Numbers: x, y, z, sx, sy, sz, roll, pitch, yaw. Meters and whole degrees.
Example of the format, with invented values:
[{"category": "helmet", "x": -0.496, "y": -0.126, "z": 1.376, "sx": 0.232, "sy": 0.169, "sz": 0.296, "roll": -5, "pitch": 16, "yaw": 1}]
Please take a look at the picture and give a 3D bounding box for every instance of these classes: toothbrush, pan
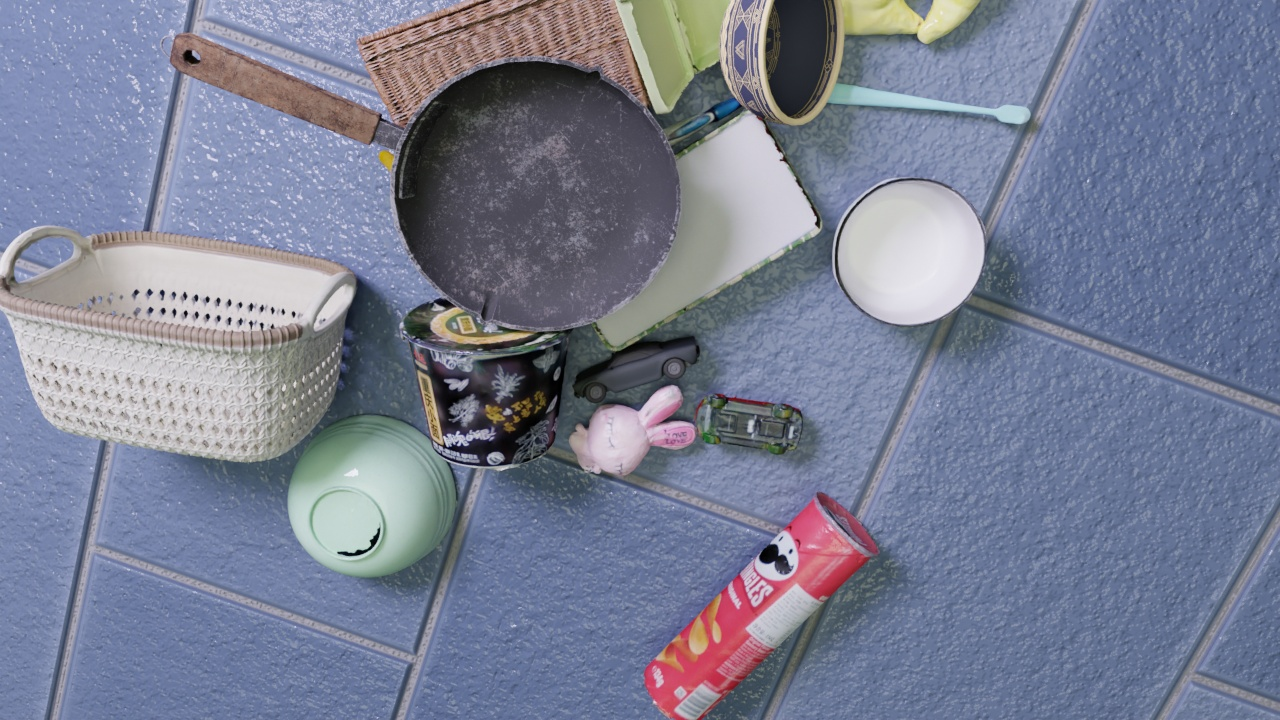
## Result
[{"category": "toothbrush", "x": 0.213, "y": -0.203, "z": 0.722, "sx": 0.181, "sy": 0.016, "sz": 0.016, "roll": 8, "pitch": 106, "yaw": 3}, {"category": "pan", "x": -0.142, "y": -0.144, "z": 0.634, "sx": 0.356, "sy": 0.040, "sz": 0.208, "roll": 22, "pitch": 117, "yaw": -15}, {"category": "toothbrush", "x": 0.057, "y": -0.196, "z": 0.732, "sx": 0.189, "sy": 0.017, "sz": 0.016, "roll": -25, "pitch": 104, "yaw": 9}]

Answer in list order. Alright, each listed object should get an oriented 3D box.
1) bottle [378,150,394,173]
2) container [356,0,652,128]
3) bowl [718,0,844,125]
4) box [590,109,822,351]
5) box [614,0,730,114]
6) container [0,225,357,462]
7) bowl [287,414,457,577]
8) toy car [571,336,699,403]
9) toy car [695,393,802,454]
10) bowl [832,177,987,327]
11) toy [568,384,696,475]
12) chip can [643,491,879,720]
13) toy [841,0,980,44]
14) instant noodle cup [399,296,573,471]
[{"category": "bottle", "x": -0.157, "y": -0.119, "z": 0.750, "sx": 0.146, "sy": 0.051, "sz": 0.051, "roll": 43, "pitch": 103, "yaw": -7}, {"category": "container", "x": -0.090, "y": -0.216, "z": 0.689, "sx": 0.199, "sy": 0.113, "sz": 0.113, "roll": -17, "pitch": 107, "yaw": 9}, {"category": "bowl", "x": 0.094, "y": -0.231, "z": 0.668, "sx": 0.061, "sy": 0.112, "sz": 0.112, "roll": 17, "pitch": 108, "yaw": 37}, {"category": "box", "x": 0.034, "y": -0.104, "z": 0.743, "sx": 0.206, "sy": 0.049, "sz": 0.117, "roll": -32, "pitch": 97, "yaw": 11}, {"category": "box", "x": 0.013, "y": -0.286, "z": 0.641, "sx": 0.044, "sy": 0.140, "sz": 0.188, "roll": 7, "pitch": 135, "yaw": 38}, {"category": "container", "x": -0.358, "y": -0.019, "z": 0.730, "sx": 0.246, "sy": 0.184, "sz": 0.143, "roll": 9, "pitch": 115, "yaw": 3}, {"category": "bowl", "x": -0.245, "y": 0.129, "z": 0.807, "sx": 0.151, "sy": 0.077, "sz": 0.151, "roll": 1, "pitch": 104, "yaw": 5}, {"category": "toy car", "x": -0.004, "y": 0.004, "z": 0.773, "sx": 0.112, "sy": 0.046, "sz": 0.034, "roll": -17, "pitch": 104, "yaw": 7}, {"category": "toy car", "x": 0.092, "y": 0.052, "z": 0.783, "sx": 0.091, "sy": 0.036, "sz": 0.042, "roll": 6, "pitch": 105, "yaw": 2}, {"category": "bowl", "x": 0.206, "y": -0.088, "z": 0.724, "sx": 0.116, "sy": 0.065, "sz": 0.116, "roll": 1, "pitch": 104, "yaw": 4}, {"category": "toy", "x": -0.008, "y": 0.064, "z": 0.789, "sx": 0.110, "sy": 0.047, "sz": 0.063, "roll": -24, "pitch": 110, "yaw": 6}, {"category": "chip can", "x": 0.102, "y": 0.222, "z": 0.808, "sx": 0.073, "sy": 0.073, "sz": 0.233, "roll": 40, "pitch": 104, "yaw": -6}, {"category": "toy", "x": 0.181, "y": -0.312, "z": 0.670, "sx": 0.170, "sy": 0.064, "sz": 0.155, "roll": 6, "pitch": 124, "yaw": 6}, {"category": "instant noodle cup", "x": -0.121, "y": 0.016, "z": 0.748, "sx": 0.137, "sy": 0.137, "sz": 0.112, "roll": 3, "pitch": 114, "yaw": 3}]
